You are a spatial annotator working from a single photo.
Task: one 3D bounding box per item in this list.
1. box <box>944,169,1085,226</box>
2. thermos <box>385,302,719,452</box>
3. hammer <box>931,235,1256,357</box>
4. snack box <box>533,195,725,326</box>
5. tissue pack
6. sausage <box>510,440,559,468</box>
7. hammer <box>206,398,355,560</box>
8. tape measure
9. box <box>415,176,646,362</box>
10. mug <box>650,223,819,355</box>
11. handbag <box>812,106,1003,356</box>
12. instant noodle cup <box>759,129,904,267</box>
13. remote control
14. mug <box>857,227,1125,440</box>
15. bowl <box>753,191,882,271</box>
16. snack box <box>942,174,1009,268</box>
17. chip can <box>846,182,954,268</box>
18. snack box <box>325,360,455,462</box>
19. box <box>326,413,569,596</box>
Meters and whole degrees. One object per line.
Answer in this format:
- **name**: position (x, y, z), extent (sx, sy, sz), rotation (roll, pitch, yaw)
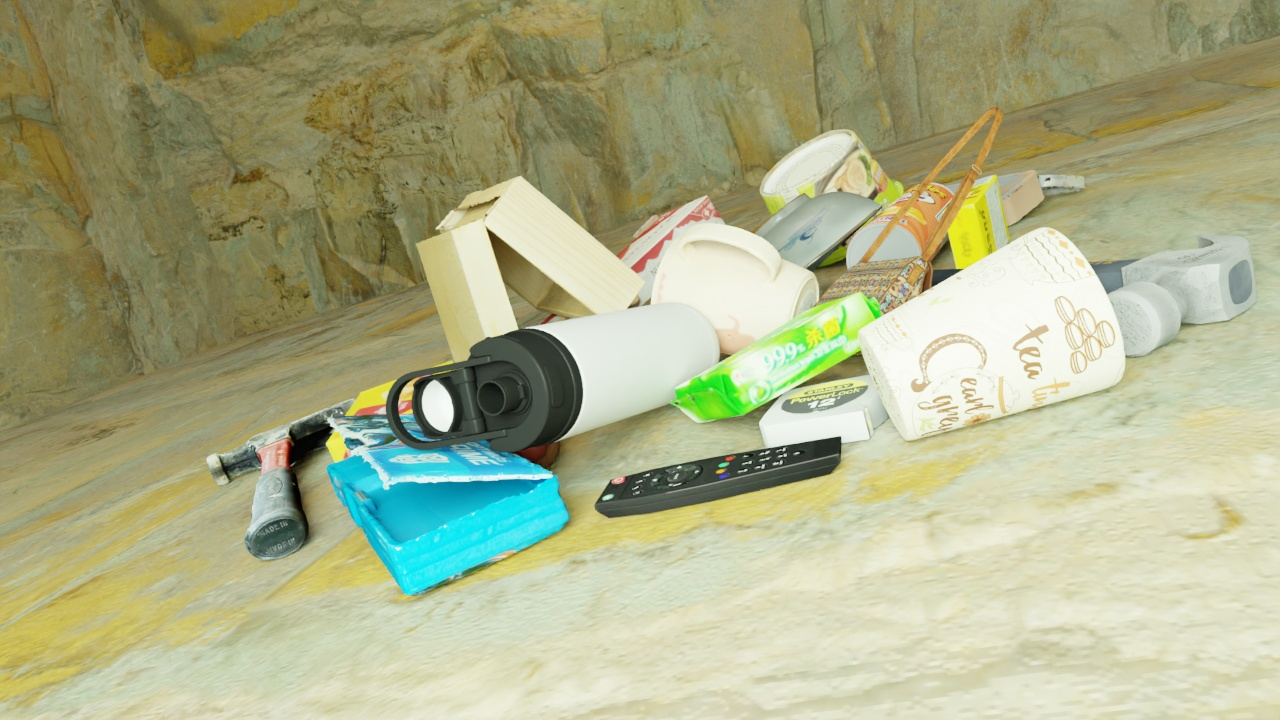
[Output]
- **box**: position (0.351, -0.171, 1.009), extent (0.156, 0.063, 0.217), rotation (-12, 7, -32)
- **thermos**: position (-0.038, 0.008, 0.561), extent (0.101, 0.068, 0.229), rotation (-11, 2, 28)
- **hammer**: position (0.234, -0.045, 0.608), extent (0.139, 0.035, 0.313), rotation (-21, 12, -25)
- **snack box**: position (-0.017, -0.077, 0.899), extent (0.077, 0.044, 0.272), rotation (-16, 24, 48)
- **tissue pack**: position (0.079, 0.002, 0.544), extent (0.114, 0.034, 0.100), rotation (-30, 0, -15)
- **sausage**: position (-0.077, 0.040, 0.638), extent (0.040, 0.040, 0.155), rotation (-18, 12, -3)
- **hammer**: position (-0.273, 0.089, 0.712), extent (0.140, 0.036, 0.326), rotation (-23, 13, -18)
- **tape measure**: position (0.101, 0.028, 0.494), extent (0.064, 0.017, 0.064), rotation (-12, 13, 25)
- **box**: position (-0.116, -0.069, 0.762), extent (0.148, 0.141, 0.249), rotation (-43, 16, -11)
- **mug**: position (0.069, -0.052, 0.662), extent (0.104, 0.111, 0.085), rotation (15, 57, 25)
- **handbag**: position (0.191, -0.086, 0.621), extent (0.195, 0.043, 0.093), rotation (-55, 13, -5)
- **instant noodle cup**: position (0.205, -0.182, 1.010), extent (0.146, 0.098, 0.146), rotation (-32, 22, 15)
- **remote control**: position (0.039, 0.058, 0.459), extent (0.125, 0.010, 0.039), rotation (-14, 12, 17)
- **mug**: position (0.162, -0.009, 0.457), extent (0.097, 0.081, 0.122), rotation (-23, 5, 6)
- **bowl**: position (0.139, -0.106, 0.818), extent (0.150, 0.057, 0.151), rotation (-40, -4, -4)
- **snack box**: position (0.286, -0.114, 0.775), extent (0.026, 0.061, 0.148), rotation (-10, 13, 30)
- **chip can**: position (0.245, -0.116, 0.838), extent (0.062, 0.062, 0.209), rotation (-10, 14, 30)
- **snack box**: position (-0.197, 0.048, 0.768), extent (0.092, 0.042, 0.200), rotation (-20, 12, -6)
- **box**: position (-0.130, 0.063, 0.545), extent (0.090, 0.066, 0.244), rotation (-22, 12, -23)
